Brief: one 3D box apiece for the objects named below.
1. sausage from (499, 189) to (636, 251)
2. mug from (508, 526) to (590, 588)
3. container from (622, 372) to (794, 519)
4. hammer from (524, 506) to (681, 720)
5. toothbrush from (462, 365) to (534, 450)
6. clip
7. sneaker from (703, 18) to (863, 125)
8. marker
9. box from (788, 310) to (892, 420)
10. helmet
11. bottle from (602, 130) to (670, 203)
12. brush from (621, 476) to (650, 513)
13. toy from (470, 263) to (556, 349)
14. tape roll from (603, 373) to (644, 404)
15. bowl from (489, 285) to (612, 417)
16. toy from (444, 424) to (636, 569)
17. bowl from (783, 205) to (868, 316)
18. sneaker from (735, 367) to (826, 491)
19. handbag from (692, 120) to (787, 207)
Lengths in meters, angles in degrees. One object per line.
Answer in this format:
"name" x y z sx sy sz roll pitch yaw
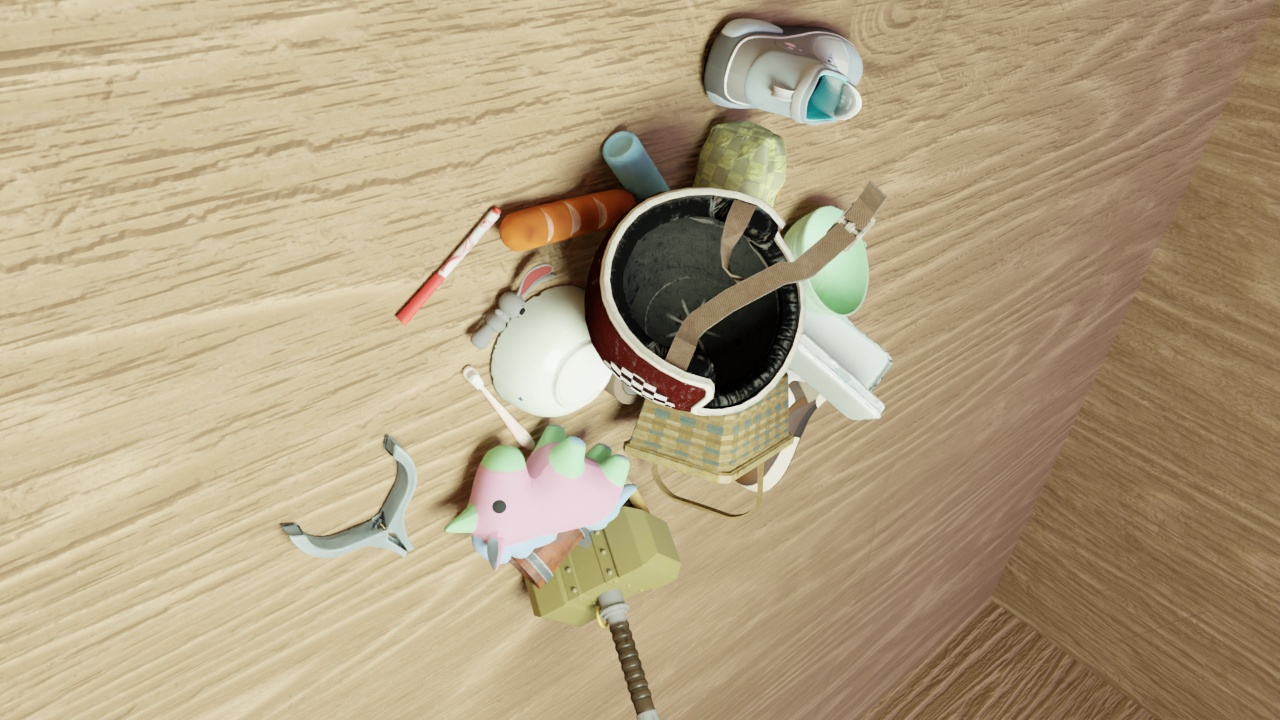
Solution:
"sausage" -0.073 -0.142 0.923 0.163 0.044 0.039 -21 108 -38
"mug" -0.124 0.205 1.144 0.111 0.081 0.117 -45 120 -19
"container" 0.094 0.108 1.201 0.249 0.158 0.186 -16 118 -60
"hammer" -0.014 0.370 1.152 0.190 0.324 0.100 -30 148 14
"toothbrush" -0.153 0.059 1.026 0.015 0.018 0.181 -39 144 -8
"clip" -0.270 0.138 0.950 0.164 0.031 0.168 -57 146 8
"sneaker" 0.200 -0.303 1.003 0.256 0.160 0.093 -13 129 -41
"marker" -0.181 -0.091 0.870 0.142 0.013 0.013 -50 145 -5
"box" 0.261 -0.013 1.277 0.130 0.210 0.105 -56 -170 -3
"helmet" 0.065 -0.066 0.916 0.254 0.234 0.233 92 21 -79
"bottle" 0.003 -0.189 0.975 0.040 0.040 0.130 -50 145 -5
"brush" -0.013 0.220 1.291 0.043 0.059 0.196 -32 139 -14
"toy" -0.132 -0.056 0.941 0.111 0.030 0.049 -48 173 -3
"tape roll" -0.007 0.007 1.139 0.093 0.030 0.094 -30 139 -30
"bowl" -0.082 0.000 1.011 0.153 0.073 0.154 -30 138 -32
"toy" -0.107 0.165 1.069 0.222 0.120 0.171 26 89 -38
"bowl" 0.238 -0.129 1.247 0.150 0.077 0.150 7 79 -43
"sneaker" 0.199 0.048 1.373 0.116 0.112 0.294 26 98 -32
"handbag" 0.117 -0.180 1.057 0.116 0.113 0.187 -18 131 -51
